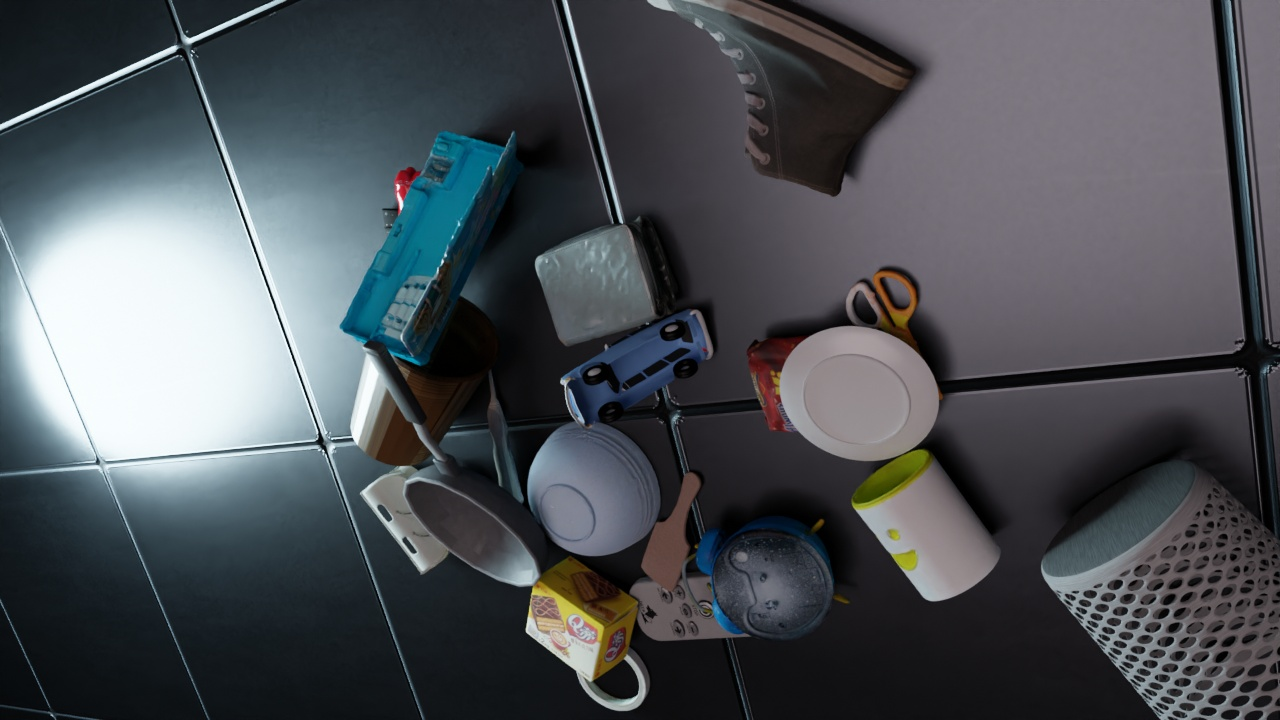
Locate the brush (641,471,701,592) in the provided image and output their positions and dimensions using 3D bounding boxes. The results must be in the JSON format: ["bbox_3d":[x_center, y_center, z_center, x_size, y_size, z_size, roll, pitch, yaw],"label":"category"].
[{"bbox_3d":[0.039,0.176,0.963,0.050,0.015,0.136,33,116,35],"label":"brush"}]

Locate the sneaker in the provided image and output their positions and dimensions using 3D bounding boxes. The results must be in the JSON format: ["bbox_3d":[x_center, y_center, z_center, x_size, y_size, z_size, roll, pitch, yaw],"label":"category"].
[{"bbox_3d":[0.088,-0.233,0.741,0.235,0.095,0.120,29,120,7],"label":"sneaker"}]

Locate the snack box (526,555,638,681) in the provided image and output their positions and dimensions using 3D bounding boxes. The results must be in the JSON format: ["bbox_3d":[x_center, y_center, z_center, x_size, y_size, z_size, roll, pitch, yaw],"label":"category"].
[{"bbox_3d":[-0.066,0.287,1.024,0.106,0.061,0.084,27,120,29],"label":"snack box"}]

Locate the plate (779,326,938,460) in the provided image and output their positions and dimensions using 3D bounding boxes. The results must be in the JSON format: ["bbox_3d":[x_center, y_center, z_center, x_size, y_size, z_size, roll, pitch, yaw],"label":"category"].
[{"bbox_3d":[0.184,0.033,0.785,0.135,0.011,0.135,12,123,18],"label":"plate"}]

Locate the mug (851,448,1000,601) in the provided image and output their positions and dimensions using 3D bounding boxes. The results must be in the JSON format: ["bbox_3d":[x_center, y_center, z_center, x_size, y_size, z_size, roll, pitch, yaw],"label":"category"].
[{"bbox_3d":[0.249,0.143,0.802,0.083,0.082,0.106,-37,91,33],"label":"mug"}]

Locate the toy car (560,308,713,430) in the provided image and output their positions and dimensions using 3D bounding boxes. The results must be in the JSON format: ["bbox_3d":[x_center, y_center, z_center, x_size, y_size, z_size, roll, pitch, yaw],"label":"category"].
[{"bbox_3d":[-0.005,0.005,0.857,0.055,0.153,0.056,36,151,56],"label":"toy car"}]

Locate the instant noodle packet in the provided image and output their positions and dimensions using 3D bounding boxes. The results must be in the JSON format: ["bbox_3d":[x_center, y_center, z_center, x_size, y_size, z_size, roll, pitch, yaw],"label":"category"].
[{"bbox_3d":[0.166,0.021,0.820,0.136,0.039,0.099,-4,121,28],"label":"instant noodle packet"}]

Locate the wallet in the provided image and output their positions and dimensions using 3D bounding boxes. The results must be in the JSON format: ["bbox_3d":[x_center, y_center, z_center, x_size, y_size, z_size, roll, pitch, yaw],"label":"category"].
[{"bbox_3d":[-0.035,-0.075,0.886,0.132,0.054,0.100,-14,93,33],"label":"wallet"}]

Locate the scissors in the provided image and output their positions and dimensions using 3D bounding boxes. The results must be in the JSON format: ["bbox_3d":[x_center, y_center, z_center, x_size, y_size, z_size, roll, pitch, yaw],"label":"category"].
[{"bbox_3d":[0.225,-0.016,0.795,0.065,0.013,0.128,-24,99,36],"label":"scissors"}]

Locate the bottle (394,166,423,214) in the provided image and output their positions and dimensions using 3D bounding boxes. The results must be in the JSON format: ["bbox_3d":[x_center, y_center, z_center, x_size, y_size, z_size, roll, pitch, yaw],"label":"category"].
[{"bbox_3d":[-0.235,-0.132,0.973,0.042,0.041,0.142,12,114,23],"label":"bottle"}]

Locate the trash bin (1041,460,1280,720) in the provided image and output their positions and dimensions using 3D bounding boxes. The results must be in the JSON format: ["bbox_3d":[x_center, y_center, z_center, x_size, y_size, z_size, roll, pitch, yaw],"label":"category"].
[{"bbox_3d":[0.420,0.187,0.689,0.183,0.156,0.157,49,123,6],"label":"trash bin"}]

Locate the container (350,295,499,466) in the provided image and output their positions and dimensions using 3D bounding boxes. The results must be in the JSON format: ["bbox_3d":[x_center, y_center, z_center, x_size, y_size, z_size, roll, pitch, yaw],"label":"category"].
[{"bbox_3d":[-0.243,0.025,0.992,0.132,0.131,0.168,40,128,9],"label":"container"}]

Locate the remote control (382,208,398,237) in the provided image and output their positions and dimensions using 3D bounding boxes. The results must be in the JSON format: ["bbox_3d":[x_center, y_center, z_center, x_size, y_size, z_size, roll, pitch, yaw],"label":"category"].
[{"bbox_3d":[-0.265,-0.099,1.020,0.030,0.009,0.140,7,112,25],"label":"remote control"}]

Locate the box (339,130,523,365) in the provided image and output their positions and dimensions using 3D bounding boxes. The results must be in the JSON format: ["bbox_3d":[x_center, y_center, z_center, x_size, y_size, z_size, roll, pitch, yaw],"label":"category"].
[{"bbox_3d":[-0.180,-0.109,0.863,0.172,0.084,0.227,9,71,51],"label":"box"}]

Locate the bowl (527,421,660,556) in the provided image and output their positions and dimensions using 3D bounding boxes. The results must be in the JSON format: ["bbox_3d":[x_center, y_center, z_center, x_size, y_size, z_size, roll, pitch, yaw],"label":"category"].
[{"bbox_3d":[-0.062,0.146,0.970,0.151,0.074,0.151,10,112,25],"label":"bowl"}]

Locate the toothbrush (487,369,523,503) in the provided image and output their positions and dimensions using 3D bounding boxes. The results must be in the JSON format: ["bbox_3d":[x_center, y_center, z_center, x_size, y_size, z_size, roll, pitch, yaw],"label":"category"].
[{"bbox_3d":[-0.158,0.076,1.027,0.024,0.022,0.186,-10,105,-7],"label":"toothbrush"}]

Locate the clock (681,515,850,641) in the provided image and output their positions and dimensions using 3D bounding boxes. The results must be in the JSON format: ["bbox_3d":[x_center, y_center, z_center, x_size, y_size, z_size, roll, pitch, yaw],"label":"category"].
[{"bbox_3d":[0.115,0.212,0.900,0.162,0.060,0.117,-13,100,22],"label":"clock"}]

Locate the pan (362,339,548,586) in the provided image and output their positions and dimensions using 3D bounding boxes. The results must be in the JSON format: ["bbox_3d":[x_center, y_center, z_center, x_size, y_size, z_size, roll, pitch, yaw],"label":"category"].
[{"bbox_3d":[-0.193,0.109,0.933,0.179,0.041,0.358,13,141,30],"label":"pan"}]

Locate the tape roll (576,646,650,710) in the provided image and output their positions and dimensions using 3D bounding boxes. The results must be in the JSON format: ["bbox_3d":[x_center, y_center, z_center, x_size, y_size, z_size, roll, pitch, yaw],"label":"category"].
[{"bbox_3d":[-0.033,0.368,1.077,0.093,0.013,0.093,10,113,24],"label":"tape roll"}]

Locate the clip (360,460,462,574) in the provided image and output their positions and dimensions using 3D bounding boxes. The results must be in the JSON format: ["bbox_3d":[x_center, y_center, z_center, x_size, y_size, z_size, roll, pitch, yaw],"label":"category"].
[{"bbox_3d":[-0.262,0.182,1.088,0.126,0.104,0.152,53,133,-2],"label":"clip"}]

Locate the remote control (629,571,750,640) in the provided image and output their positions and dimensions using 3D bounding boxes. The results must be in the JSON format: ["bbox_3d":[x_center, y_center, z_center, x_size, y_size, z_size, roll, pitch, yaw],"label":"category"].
[{"bbox_3d":[0.058,0.265,0.985,0.151,0.019,0.074,-13,102,31],"label":"remote control"}]
